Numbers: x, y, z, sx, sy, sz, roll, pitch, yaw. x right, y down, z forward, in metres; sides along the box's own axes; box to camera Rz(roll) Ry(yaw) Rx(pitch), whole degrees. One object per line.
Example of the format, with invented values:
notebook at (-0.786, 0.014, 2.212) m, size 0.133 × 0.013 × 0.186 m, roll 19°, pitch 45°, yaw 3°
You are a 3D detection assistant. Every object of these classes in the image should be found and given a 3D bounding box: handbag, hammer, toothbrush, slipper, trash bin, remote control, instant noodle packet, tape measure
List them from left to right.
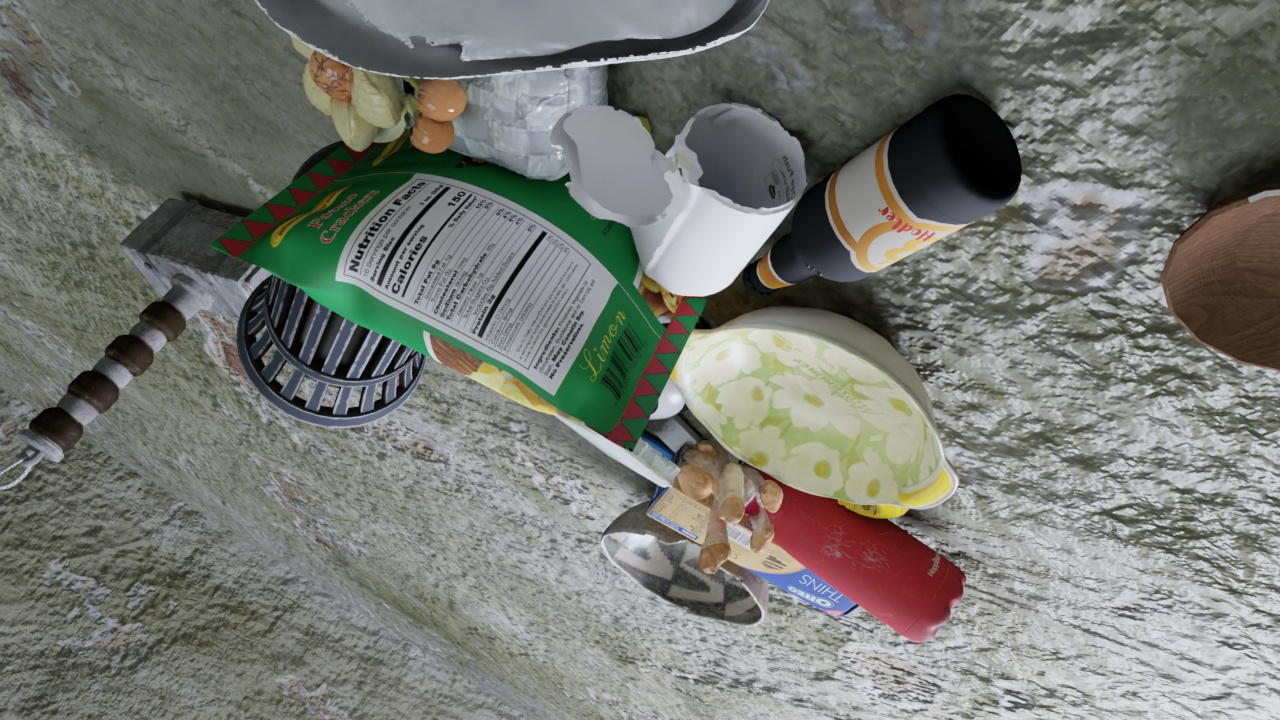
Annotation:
hammer at (-0.467, -0.011, 0.852) m, size 0.177 × 0.325 × 0.080 m, roll 16°, pitch 147°, yaw 24°
trash bin at (-0.226, -0.060, 0.739) m, size 0.164 × 0.163 × 0.228 m, roll 37°, pitch 146°, yaw -9°
handbag at (-0.107, -0.163, 0.512) m, size 0.171 × 0.123 × 0.113 m, roll 21°, pitch 133°, yaw 15°
instant noodle packet at (-0.086, -0.064, 0.559) m, size 0.253 × 0.195 × 0.091 m, roll 26°, pitch 132°, yaw 3°
slipper at (-0.063, -0.186, 0.426) m, size 0.247 × 0.112 × 0.074 m, roll 2°, pitch -172°, yaw 4°
remote control at (0.012, 0.043, 0.816) m, size 0.033 × 0.012 × 0.131 m, roll -20°, pitch 123°, yaw 44°
toothbrush at (0.034, 0.091, 0.872) m, size 0.166 × 0.014 × 0.016 m, roll 33°, pitch 148°, yaw 5°
tape measure at (0.182, 0.098, 0.722) m, size 0.066 × 0.037 × 0.064 m, roll 14°, pitch 145°, yaw 26°

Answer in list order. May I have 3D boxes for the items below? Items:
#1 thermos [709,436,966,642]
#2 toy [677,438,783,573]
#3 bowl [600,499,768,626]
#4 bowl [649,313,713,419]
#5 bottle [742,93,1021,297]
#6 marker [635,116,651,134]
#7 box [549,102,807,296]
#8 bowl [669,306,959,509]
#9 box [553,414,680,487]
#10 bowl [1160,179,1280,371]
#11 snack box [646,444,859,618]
thermos at (0.153, 0.140, 0.775) m, size 0.240 × 0.073 × 0.073 m, roll 34°, pitch 151°, yaw 11°
toy at (0.065, 0.100, 0.729) m, size 0.085 × 0.074 × 0.106 m, roll 92°, pitch 155°, yaw -48°
bowl at (0.056, 0.190, 0.925) m, size 0.178 × 0.081 × 0.179 m, roll 23°, pitch 149°, yaw 14°
bowl at (-0.004, 0.004, 0.710) m, size 0.120 × 0.066 × 0.120 m, roll 19°, pitch 143°, yaw 15°
bottle at (0.116, -0.075, 0.505) m, size 0.059 × 0.059 × 0.182 m, roll 39°, pitch 149°, yaw -13°
marker at (-0.050, -0.147, 0.585) m, size 0.124 × 0.021 × 0.017 m, roll 11°, pitch 144°, yaw 32°
box at (0.009, -0.086, 0.517) m, size 0.150 × 0.080 × 0.106 m, roll -4°, pitch 157°, yaw -24°
bowl at (0.123, 0.022, 0.640) m, size 0.219 × 0.060 × 0.189 m, roll 29°, pitch 150°, yaw 5°
box at (-0.063, 0.037, 0.789) m, size 0.189 × 0.037 × 0.209 m, roll 36°, pitch 172°, yaw -15°
bowl at (0.304, -0.042, 0.414) m, size 0.118 × 0.030 × 0.118 m, roll 23°, pitch 149°, yaw 14°
snack box at (0.110, 0.157, 0.832) m, size 0.206 × 0.056 × 0.057 m, roll 30°, pitch 134°, yaw -4°
